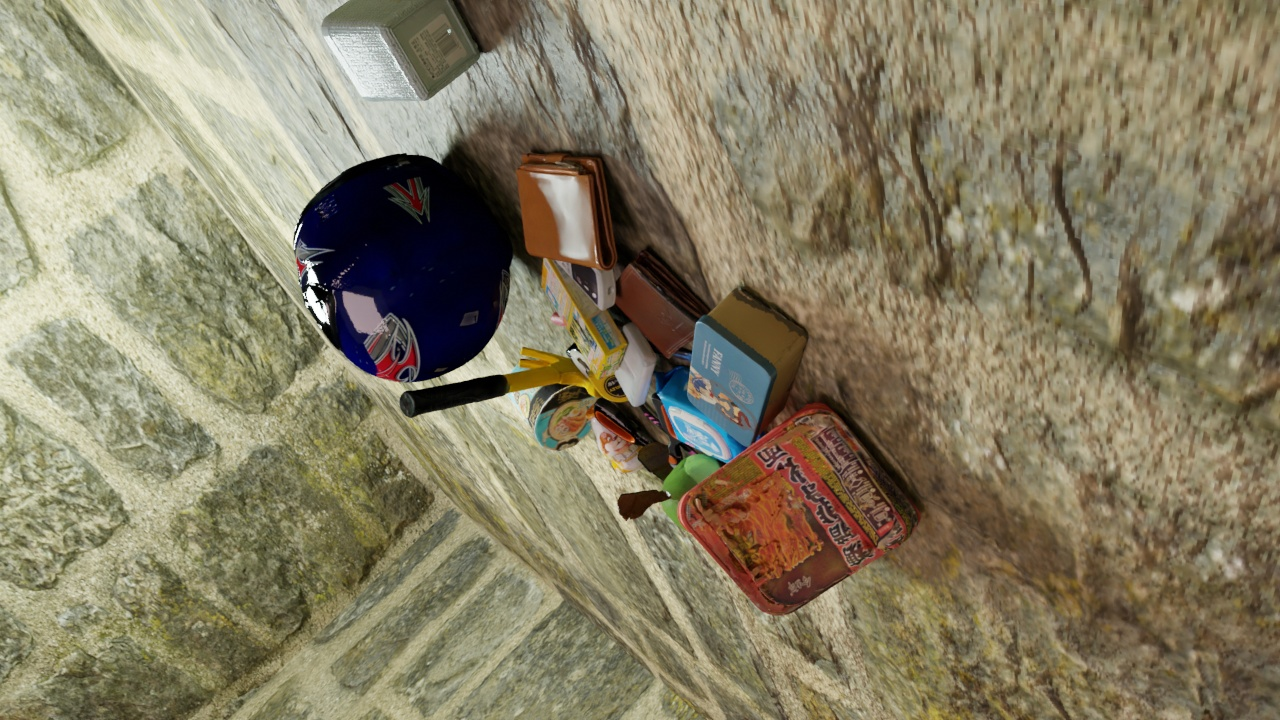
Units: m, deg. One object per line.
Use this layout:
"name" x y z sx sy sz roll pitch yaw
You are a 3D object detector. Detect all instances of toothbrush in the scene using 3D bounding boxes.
"toothbrush" 0.024 -0.014 1.029 0.190 0.016 0.014 14 134 51
"toothbrush" 0.024 0.085 1.207 0.189 0.017 0.014 43 154 5

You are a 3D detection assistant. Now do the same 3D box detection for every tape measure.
"tape measure" -0.028 0.023 1.142 0.060 0.028 0.057 -23 120 22
"tape measure" -0.059 -0.001 1.182 0.066 0.033 0.066 49 161 -8

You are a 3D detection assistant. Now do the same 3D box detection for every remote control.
"remote control" -0.006 0.006 1.047 0.056 0.020 0.136 61 163 20
"remote control" -0.074 -0.114 0.959 0.150 0.021 0.058 48 155 34

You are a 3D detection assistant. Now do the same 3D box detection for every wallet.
"wallet" -0.075 -0.147 0.894 0.132 0.031 0.108 17 121 49
"wallet" 0.017 -0.054 0.936 0.101 0.032 0.125 44 161 -2

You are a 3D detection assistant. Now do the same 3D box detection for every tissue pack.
"tissue pack" 0.076 0.065 1.012 0.157 0.052 0.095 25 151 45

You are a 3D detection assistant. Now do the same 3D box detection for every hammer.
"hammer" -0.179 0.031 1.177 0.129 0.299 0.033 25 112 32

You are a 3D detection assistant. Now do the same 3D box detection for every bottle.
"bottle" -0.033 0.106 1.288 0.108 0.063 0.063 53 159 -21

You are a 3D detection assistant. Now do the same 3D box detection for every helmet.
"helmet" -0.289 -0.091 1.134 0.240 0.246 0.316 63 151 5

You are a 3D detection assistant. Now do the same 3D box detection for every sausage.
"sausage" -0.071 -0.046 1.138 0.156 0.020 0.020 15 144 55

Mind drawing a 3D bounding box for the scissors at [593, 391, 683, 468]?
"scissors" 0.033 0.108 1.198 0.234 0.021 0.221 30 149 15

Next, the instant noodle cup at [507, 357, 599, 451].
"instant noodle cup" -0.138 0.057 1.353 0.120 0.111 0.111 38 160 42

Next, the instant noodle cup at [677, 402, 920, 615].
"instant noodle cup" 0.149 0.141 0.888 0.164 0.189 0.079 50 -164 -9

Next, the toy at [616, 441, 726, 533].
"toy" 0.102 0.166 1.031 0.247 0.090 0.226 21 -160 0

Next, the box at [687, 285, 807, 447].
"box" 0.096 0.006 0.850 0.090 0.061 0.184 38 160 20

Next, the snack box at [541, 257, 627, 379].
"snack box" -0.067 -0.054 1.045 0.140 0.033 0.087 60 163 14

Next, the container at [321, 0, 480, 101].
"container" -0.220 -0.297 0.856 0.111 0.089 0.090 21 149 44
